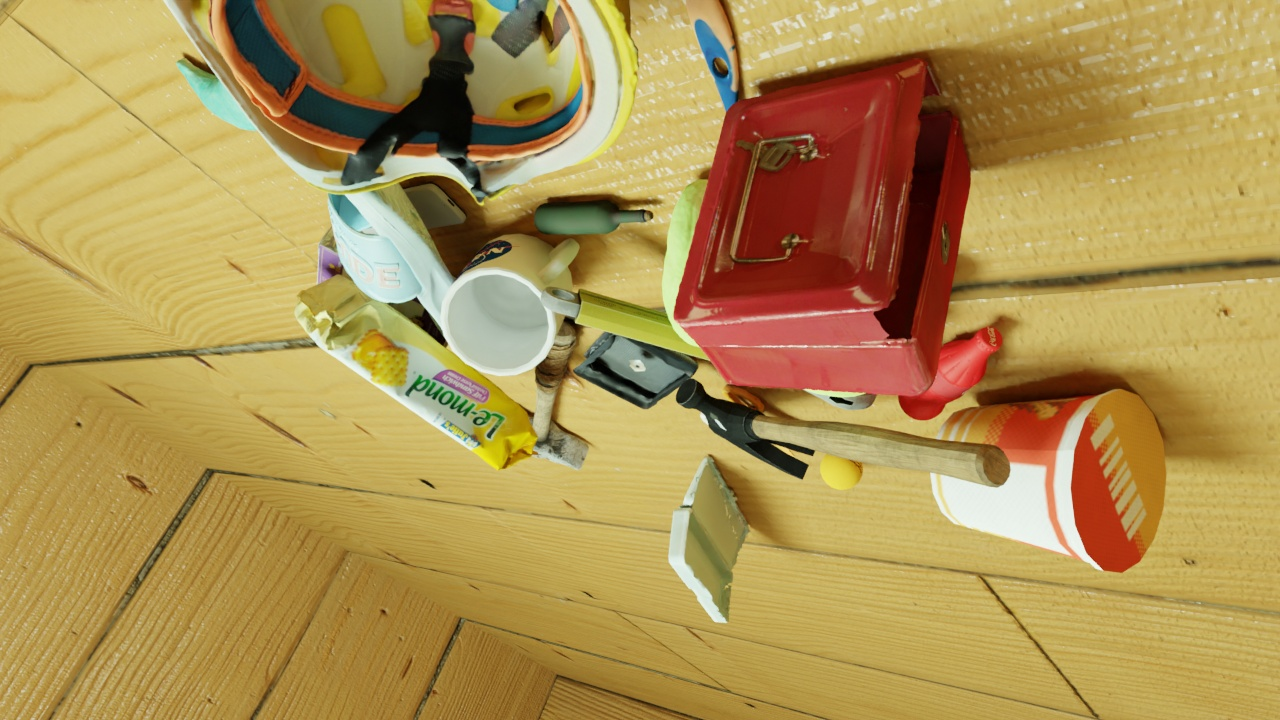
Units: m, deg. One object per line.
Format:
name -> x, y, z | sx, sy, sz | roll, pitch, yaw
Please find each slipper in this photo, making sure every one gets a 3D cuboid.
slipper -> -0.207, -0.085, 0.765 | 0.104, 0.074, 0.246 | 53, 170, 33

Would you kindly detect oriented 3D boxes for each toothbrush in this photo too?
toothbrush -> 0.049, -0.163, 0.530 | 0.022, 0.017, 0.135 | 7, 147, 25

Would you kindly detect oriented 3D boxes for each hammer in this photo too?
hammer -> -0.103, 0.038, 1.014 | 0.121, 0.048, 0.319 | 21, 153, 1
hammer -> 0.161, 0.066, 0.738 | 0.132, 0.040, 0.306 | 33, 166, -28

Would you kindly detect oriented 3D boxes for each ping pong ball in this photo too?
ping pong ball -> 0.193, 0.104, 0.880 | 0.040, 0.040, 0.040 | 20, 154, 10

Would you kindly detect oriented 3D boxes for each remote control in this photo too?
remote control -> -0.214, -0.133, 0.819 | 0.147, 0.008, 0.045 | 0, 145, 41

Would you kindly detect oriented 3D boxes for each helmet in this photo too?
helmet -> -0.106, -0.196, 0.465 | 0.240, 0.139, 0.209 | 3, 149, 14

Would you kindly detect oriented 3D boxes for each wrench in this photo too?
wrench -> 0.055, -0.012, 0.711 | 0.273, 0.083, 0.018 | 15, 112, -13

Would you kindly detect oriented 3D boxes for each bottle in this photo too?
bottle -> -0.035, -0.108, 0.692 | 0.106, 0.025, 0.025 | 5, 148, 36
bottle -> 0.228, 0.008, 0.673 | 0.036, 0.036, 0.119 | 24, 154, 1

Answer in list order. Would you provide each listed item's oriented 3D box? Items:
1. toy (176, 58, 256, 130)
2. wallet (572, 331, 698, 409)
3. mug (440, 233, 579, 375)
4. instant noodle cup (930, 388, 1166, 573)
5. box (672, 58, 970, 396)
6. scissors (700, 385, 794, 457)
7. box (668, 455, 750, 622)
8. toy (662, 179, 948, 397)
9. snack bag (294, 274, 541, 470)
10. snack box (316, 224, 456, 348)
toy -> -0.323, -0.221, 0.723 | 0.085, 0.033, 0.105 | 47, 149, -18
wallet -> -0.005, 0.005, 0.879 | 0.089, 0.026, 0.115 | 29, 153, -12
mug -> -0.096, -0.056, 0.748 | 0.121, 0.090, 0.091 | -37, 106, 20
instant noodle cup -> 0.294, 0.083, 0.677 | 0.123, 0.123, 0.121 | 39, 158, -28
box -> 0.101, -0.067, 0.497 | 0.129, 0.157, 0.092 | 2, 153, 32
scissors -> 0.111, 0.063, 0.908 | 0.128, 0.011, 0.125 | -6, 139, 49
box -> 0.082, 0.213, 1.074 | 0.041, 0.134, 0.197 | 0, 147, 22
toy -> 0.102, -0.033, 0.637 | 0.197, 0.107, 0.150 | 30, 157, 12
snack bag -> -0.213, 0.010, 0.885 | 0.247, 0.068, 0.160 | 41, 170, -34
snack box -> -0.257, -0.067, 0.943 | 0.148, 0.040, 0.144 | 29, 154, -9
